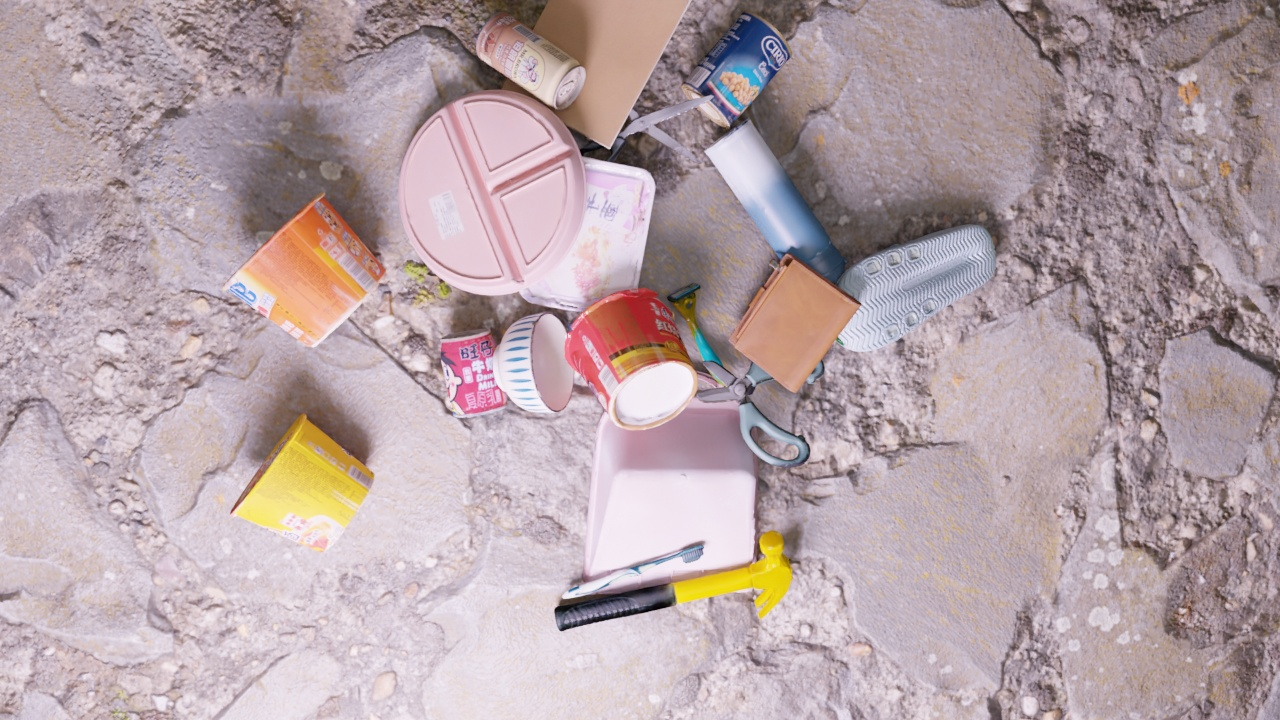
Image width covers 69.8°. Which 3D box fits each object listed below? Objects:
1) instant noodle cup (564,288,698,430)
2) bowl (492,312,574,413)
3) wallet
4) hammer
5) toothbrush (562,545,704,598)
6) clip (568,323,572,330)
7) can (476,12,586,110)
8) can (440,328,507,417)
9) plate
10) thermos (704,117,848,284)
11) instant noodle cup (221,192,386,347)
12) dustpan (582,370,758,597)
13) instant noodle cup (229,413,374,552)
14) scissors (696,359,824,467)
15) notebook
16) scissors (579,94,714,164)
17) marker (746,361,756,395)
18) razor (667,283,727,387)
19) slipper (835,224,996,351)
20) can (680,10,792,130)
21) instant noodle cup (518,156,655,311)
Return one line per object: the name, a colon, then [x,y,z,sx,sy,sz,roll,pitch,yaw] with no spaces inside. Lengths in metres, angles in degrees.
instant noodle cup: [-0.006,0.006,1.041,0.137,0.108,0.138,-16,140,-14]
bowl: [-0.129,0.005,1.063,0.066,0.116,0.116,-6,100,20]
wallet: [0.170,-0.048,1.068,0.119,0.035,0.131,40,114,17]
hammer: [0.042,0.292,1.143,0.301,0.032,0.129,-12,126,3]
toothbrush: [-0.010,0.263,1.127,0.192,0.018,0.016,-22,141,11]
clip: [-0.070,-0.019,1.109,0.024,0.027,0.056,-12,89,-6]
can: [-0.122,-0.331,1.016,0.116,0.058,0.058,37,94,10]
can: [-0.196,0.014,1.075,0.066,0.066,0.094,-10,100,-4]
plate: [-0.172,-0.188,1.026,0.230,0.028,0.229,1,95,16]
thermos: [0.162,-0.176,1.080,0.070,0.070,0.220,-36,100,1]
instant noodle cup: [-0.362,-0.094,1.008,0.151,0.151,0.111,-44,108,2]
dustpan: [0.046,0.157,1.151,0.222,0.138,0.274,3,126,-8]
instant noodle cup: [-0.381,0.146,1.051,0.110,0.138,0.138,37,94,-19]
scissors: [0.154,0.058,1.099,0.170,0.019,0.180,-11,78,-16]
notebook: [-0.047,-0.366,1.035,0.149,0.012,0.211,30,95,11]
scissors: [-0.001,-0.273,1.042,0.181,0.014,0.159,-25,84,23]
marker: [0.152,-0.015,1.131,0.018,0.015,0.124,16,100,-17]
razor: [0.076,-0.026,1.114,0.043,0.028,0.132,-30,97,-26]
slipper: [0.322,-0.096,1.108,0.245,0.074,0.104,-25,101,-17]
can: [0.108,-0.329,1.046,0.075,0.075,0.111,41,93,-10]
instant noodle cup: [-0.064,-0.145,1.067,0.138,0.060,0.173,9,96,-7]
